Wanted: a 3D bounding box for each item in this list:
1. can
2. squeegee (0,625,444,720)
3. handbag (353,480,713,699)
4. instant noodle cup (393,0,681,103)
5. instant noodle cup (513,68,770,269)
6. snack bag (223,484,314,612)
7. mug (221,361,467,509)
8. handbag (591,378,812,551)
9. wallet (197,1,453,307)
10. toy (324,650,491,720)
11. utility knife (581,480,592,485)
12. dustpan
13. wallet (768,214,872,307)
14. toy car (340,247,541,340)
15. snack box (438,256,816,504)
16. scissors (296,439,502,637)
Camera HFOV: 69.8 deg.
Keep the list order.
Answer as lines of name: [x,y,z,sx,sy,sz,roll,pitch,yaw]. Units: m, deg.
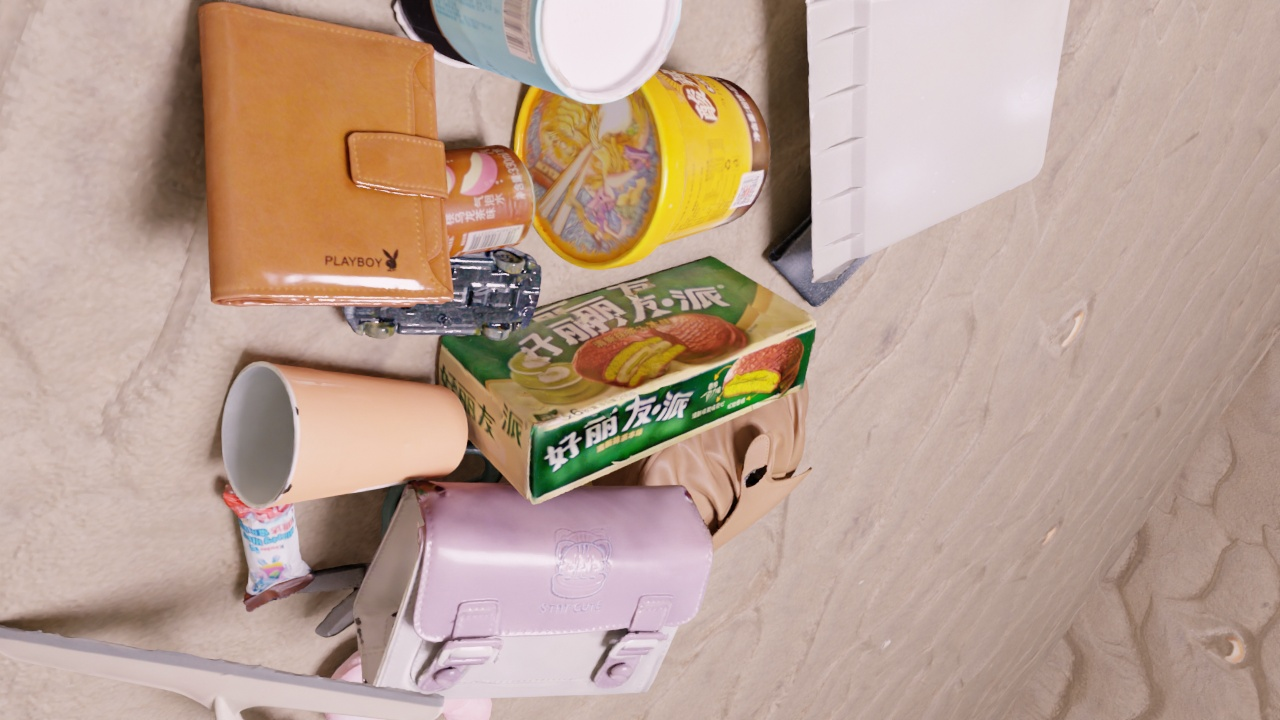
can: [-0.130,-0.078,0.480,0.147,0.058,0.058,-16,129,-36]
squeegee: [-0.238,0.235,0.579,0.247,0.246,0.039,100,-1,-59]
handbag: [-0.067,0.148,0.591,0.196,0.098,0.145,8,119,-29]
instant noodle cup: [-0.045,-0.178,0.434,0.111,0.120,0.111,-25,134,-29]
instant noodle cup: [0.007,-0.119,0.541,0.114,0.118,0.119,-16,130,-45]
snack bag: [-0.225,0.109,0.559,0.045,0.026,0.105,-21,134,-35]
mug: [-0.165,0.043,0.531,0.122,0.078,0.078,5,116,-50]
handbag: [0.061,0.083,0.740,0.204,0.100,0.148,-29,124,-35]
wallet: [-0.141,-0.089,0.420,0.107,0.031,0.131,-1,83,-33]
toy: [-0.172,0.257,0.703,0.121,0.054,0.160,-26,135,-17]
utility knife: [-0.043,0.104,0.735,0.174,0.019,0.031,-40,134,-25]
dustpan: [0.214,-0.217,0.702,0.257,0.142,0.223,-18,130,-9]
wallet: [0.168,-0.106,0.761,0.121,0.019,0.097,-46,146,7]
toy car: [-0.116,-0.042,0.541,0.120,0.037,0.054,-3,124,-31]
snack box: [-0.004,0.004,0.620,0.239,0.114,0.063,-20,130,-33]
scissors: [-0.139,0.147,0.639,0.174,0.019,0.176,-45,118,-10]
